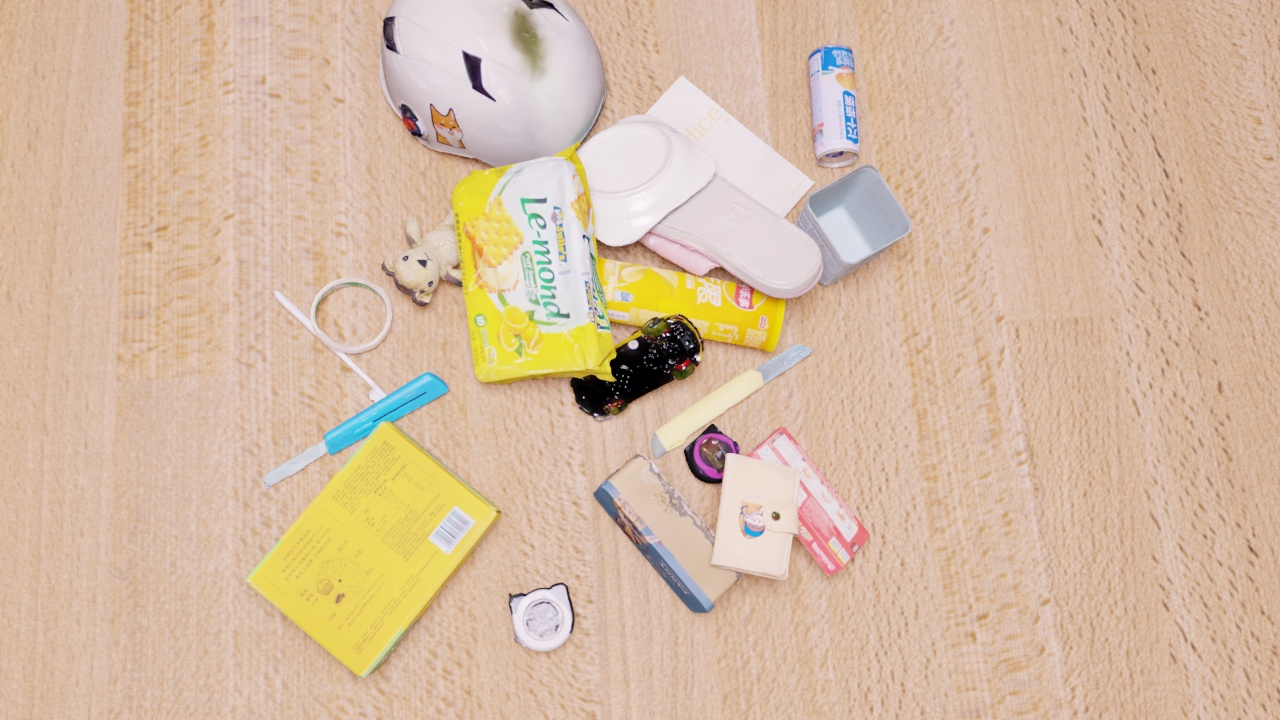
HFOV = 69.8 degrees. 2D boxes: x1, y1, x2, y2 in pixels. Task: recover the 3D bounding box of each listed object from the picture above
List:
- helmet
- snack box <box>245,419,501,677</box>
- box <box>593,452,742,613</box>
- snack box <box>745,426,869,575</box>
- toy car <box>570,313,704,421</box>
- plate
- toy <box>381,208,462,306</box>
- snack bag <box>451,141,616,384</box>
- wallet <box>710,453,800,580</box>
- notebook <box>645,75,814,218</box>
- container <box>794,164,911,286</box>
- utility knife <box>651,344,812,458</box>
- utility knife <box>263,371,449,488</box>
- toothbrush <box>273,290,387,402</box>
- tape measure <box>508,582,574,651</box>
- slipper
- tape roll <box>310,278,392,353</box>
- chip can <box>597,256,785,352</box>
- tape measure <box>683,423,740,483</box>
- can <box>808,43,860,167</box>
[{"bbox_3d":[-0.170,-0.343,1.013,0.274,0.157,0.229,33,78,3],"label":"helmet"},{"bbox_3d":[-0.269,0.191,0.945,0.157,0.070,0.209,38,79,4],"label":"snack box"},{"bbox_3d":[0.032,0.184,0.955,0.062,0.090,0.184,-37,82,-16],"label":"box"},{"bbox_3d":[0.177,0.148,0.982,0.153,0.026,0.075,52,39,6],"label":"snack box"},{"bbox_3d":[-0.006,0.006,0.993,0.156,0.041,0.071,-31,105,17],"label":"toy car"},{"bbox_3d":[-0.017,-0.212,1.018,0.163,0.034,0.164,-41,56,-12],"label":"plate"},{"bbox_3d":[-0.212,-0.131,1.016,0.105,0.066,0.157,43,64,-9],"label":"toy"},{"bbox_3d":[-0.111,-0.092,0.967,0.158,0.068,0.246,-7,92,29],"label":"snack bag"},{"bbox_3d":[0.120,0.158,0.925,0.087,0.024,0.115,14,68,-11],"label":"wallet"},{"bbox_3d":[0.080,-0.222,1.078,0.206,0.010,0.145,41,81,5],"label":"notebook"},{"bbox_3d":[0.227,-0.145,1.020,0.090,0.111,0.090,-29,83,-9],"label":"container"},{"bbox_3d":[0.101,0.040,1.023,0.216,0.022,0.031,-33,83,-2],"label":"utility knife"},{"bbox_3d":[-0.309,0.076,0.988,0.218,0.034,0.018,-31,43,-7],"label":"utility knife"},{"bbox_3d":[-0.342,-0.014,1.009,0.180,0.016,0.016,43,85,5],"label":"toothbrush"},{"bbox_3d":[-0.102,0.270,0.958,0.065,0.033,0.066,-12,77,-4],"label":"tape measure"},{"bbox_3d":[0.078,-0.144,1.011,0.274,0.054,0.114,32,67,25],"label":"slipper"},{"bbox_3d":[-0.317,-0.049,1.010,0.085,0.014,0.085,4,69,-12],"label":"tape roll"},{"bbox_3d":[0.049,-0.061,1.014,0.213,0.072,0.072,9,78,-1],"label":"chip can"},{"bbox_3d":[0.079,0.105,0.998,0.057,0.039,0.058,-39,84,-10],"label":"tape measure"},{"bbox_3d":[0.228,-0.299,1.080,0.053,0.053,0.134,-1,79,-4],"label":"can"}]
